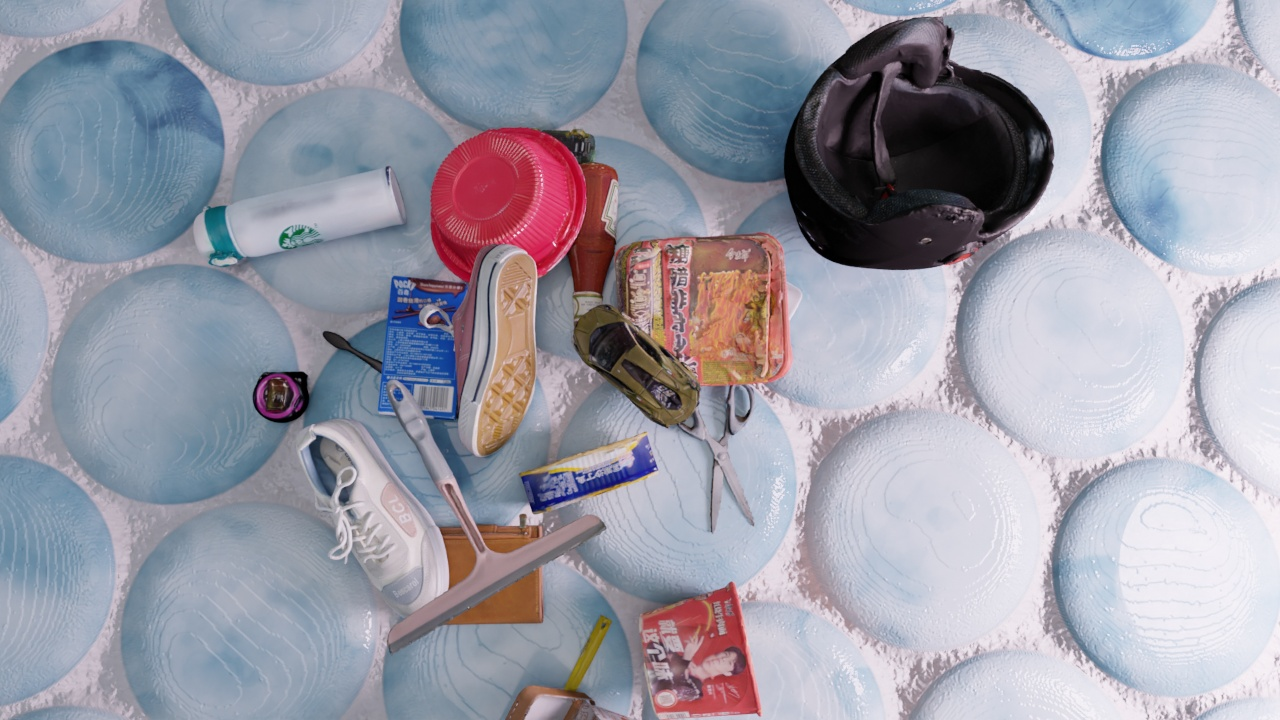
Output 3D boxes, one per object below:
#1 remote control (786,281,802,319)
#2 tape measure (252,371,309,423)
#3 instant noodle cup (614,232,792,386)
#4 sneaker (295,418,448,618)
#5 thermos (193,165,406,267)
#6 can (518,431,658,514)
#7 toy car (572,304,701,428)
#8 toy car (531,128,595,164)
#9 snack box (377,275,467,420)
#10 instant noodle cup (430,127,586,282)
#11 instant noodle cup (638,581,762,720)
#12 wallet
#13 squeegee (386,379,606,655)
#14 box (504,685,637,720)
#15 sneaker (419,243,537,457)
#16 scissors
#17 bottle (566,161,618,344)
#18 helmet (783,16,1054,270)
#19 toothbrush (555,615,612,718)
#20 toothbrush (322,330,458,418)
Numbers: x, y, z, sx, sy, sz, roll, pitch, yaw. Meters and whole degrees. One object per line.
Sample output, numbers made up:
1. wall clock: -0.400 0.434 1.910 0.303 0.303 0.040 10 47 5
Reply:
1. remote control: 0.119 -0.089 1.066 0.136 0.020 0.056 30 83 1
2. tape measure: -0.399 0.040 1.017 0.057 0.039 0.058 2 83 -3
3. instant noodle cup: 0.070 -0.055 1.016 0.189 0.079 0.164 -2 93 7
4. sneaker: -0.286 0.167 0.969 0.089 0.090 0.242 -34 82 8
5. thermos: -0.382 -0.159 1.030 0.224 0.073 0.073 -14 83 -4
6. can: -0.055 0.123 1.005 0.148 0.075 0.049 -18 86 -5
7. toy car: -0.006 0.006 0.974 0.158 0.042 0.070 39 101 5
8. toy car: -0.096 -0.244 1.068 0.091 0.036 0.043 5 79 7
9. snack box: -0.243 -0.014 1.031 0.084 0.026 0.157 5 79 -8
10. instant noodle cup: -0.161 -0.180 1.017 0.194 0.066 0.193 -4 77 17
11. instant noodle cup: 0.061 0.310 0.960 0.108 0.138 0.138 -11 83 2
12. wallet: -0.172 0.228 1.004 0.131 0.035 0.119 -2 78 4
13. squeegee: -0.202 0.130 0.960 0.247 0.040 0.249 -29 83 -9
14. box: -0.089 0.432 0.923 0.181 0.154 0.182 26 81 -19
15. sneaker: -0.171 -0.015 0.993 0.088 0.118 0.241 23 116 33
16. scissors: 0.091 0.102 1.044 0.159 0.014 0.175 34 84 2
17. bottle: -0.058 -0.119 1.045 0.060 0.060 0.206 3 83 -2
18. helmet: 0.286 -0.210 0.987 0.274 0.231 0.233 -1 76 -11
19. toothbrush: -0.081 0.368 1.000 0.015 0.016 0.190 28 82 1
20. toothbrush: -0.278 0.018 1.042 0.189 0.017 0.014 31 86 -1
